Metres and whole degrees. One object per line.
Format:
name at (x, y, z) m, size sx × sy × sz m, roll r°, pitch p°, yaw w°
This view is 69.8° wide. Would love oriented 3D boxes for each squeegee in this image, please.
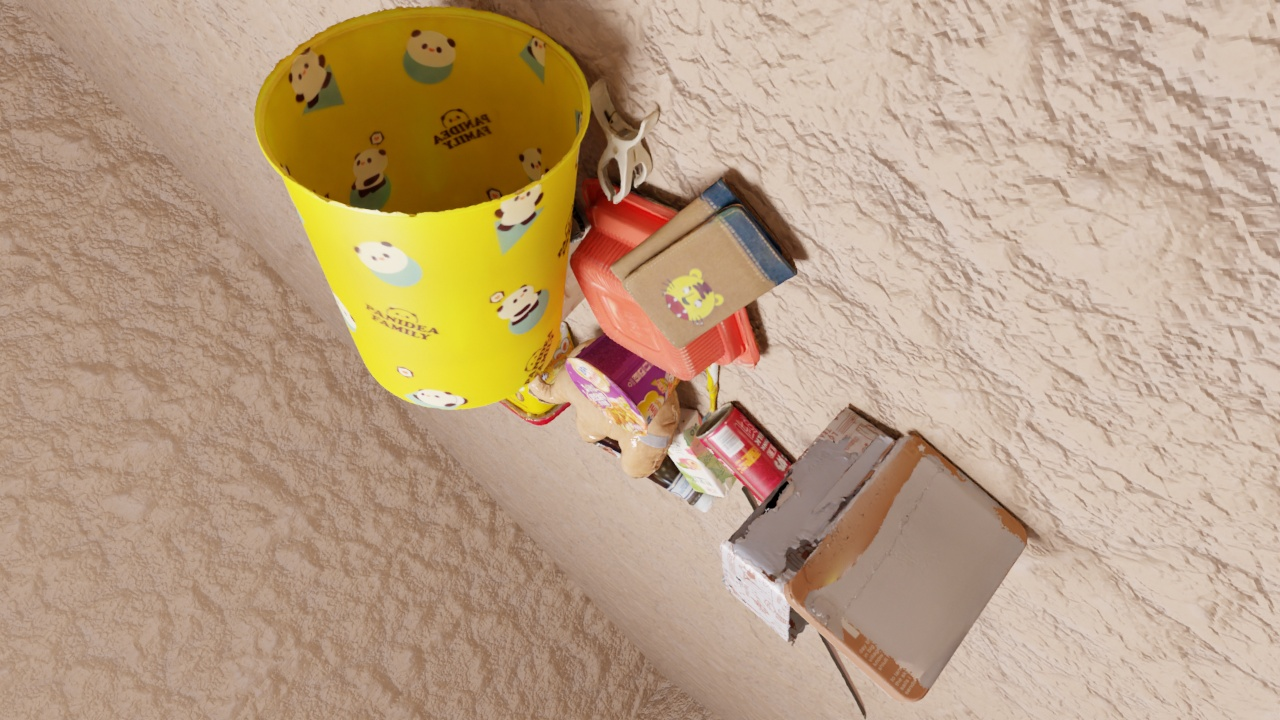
squeegee at (0.141, 0.241, 0.991) m, size 0.247 × 0.040 × 0.250 m, roll 62°, pitch 164°, yaw 1°

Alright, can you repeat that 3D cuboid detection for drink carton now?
drink carton at (0.067, 0.109, 1.106) m, size 0.054 × 0.045 × 0.122 m, roll 5°, pitch 141°, yaw 45°

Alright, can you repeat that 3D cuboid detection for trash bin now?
trash bin at (-0.156, -0.105, 0.736) m, size 0.229 × 0.229 × 0.256 m, roll 36°, pitch 148°, yaw 21°

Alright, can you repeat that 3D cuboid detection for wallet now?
wallet at (0.046, -0.070, 0.685) m, size 0.115 × 0.033 × 0.090 m, roll -33°, pitch 107°, yaw 29°

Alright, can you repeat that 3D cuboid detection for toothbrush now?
toothbrush at (0.072, 0.027, 0.962) m, size 0.016 × 0.018 × 0.192 m, roll 34°, pitch 159°, yaw 20°

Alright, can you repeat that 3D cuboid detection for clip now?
clip at (-0.010, -0.162, 0.705) m, size 0.061 × 0.034 × 0.097 m, roll 37°, pitch 152°, yaw 21°

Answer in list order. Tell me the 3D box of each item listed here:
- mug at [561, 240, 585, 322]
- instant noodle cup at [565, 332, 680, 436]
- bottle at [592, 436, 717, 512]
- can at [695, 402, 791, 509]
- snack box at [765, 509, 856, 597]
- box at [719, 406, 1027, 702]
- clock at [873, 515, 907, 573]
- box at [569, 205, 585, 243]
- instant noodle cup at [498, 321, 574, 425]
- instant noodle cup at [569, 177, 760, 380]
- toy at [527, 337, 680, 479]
mug at (-0.103, -0.070, 0.974) m, size 0.084 × 0.103 × 0.125 m, roll 39°, pitch 161°, yaw 11°
instant noodle cup at (-0.006, 0.006, 0.948) m, size 0.111 × 0.099 × 0.112 m, roll 37°, pitch 159°, yaw 16°
bottle at (0.016, 0.139, 1.240) m, size 0.195 × 0.044 × 0.080 m, roll 33°, pitch 167°, yaw -3°
can at (0.123, 0.109, 0.981) m, size 0.133 × 0.053 × 0.053 m, roll 45°, pitch 161°, yaw -6°
snack box at (0.197, 0.216, 1.014) m, size 0.157 × 0.084 × 0.027 m, roll 33°, pitch 158°, yaw 28°
box at (0.198, 0.167, 0.769) m, size 0.192 × 0.182 × 0.156 m, roll 38°, pitch 162°, yaw 25°
clock at (0.232, 0.183, 0.913) m, size 0.158 × 0.059 × 0.117 m, roll 31°, pitch 159°, yaw 26°
box at (-0.131, -0.158, 0.879) m, size 0.163 × 0.080 × 0.075 m, roll 44°, pitch 167°, yaw -12°
instant noodle cup at (-0.138, 0.001, 1.207) m, size 0.116 × 0.116 × 0.124 m, roll 32°, pitch 147°, yaw 30°
instant noodle cup at (0.014, -0.058, 0.804) m, size 0.164 × 0.079 × 0.189 m, roll 29°, pitch 158°, yaw 37°
toy at (-0.045, 0.038, 1.075) m, size 0.226 × 0.143 × 0.082 m, roll 30°, pitch -161°, yaw 38°
